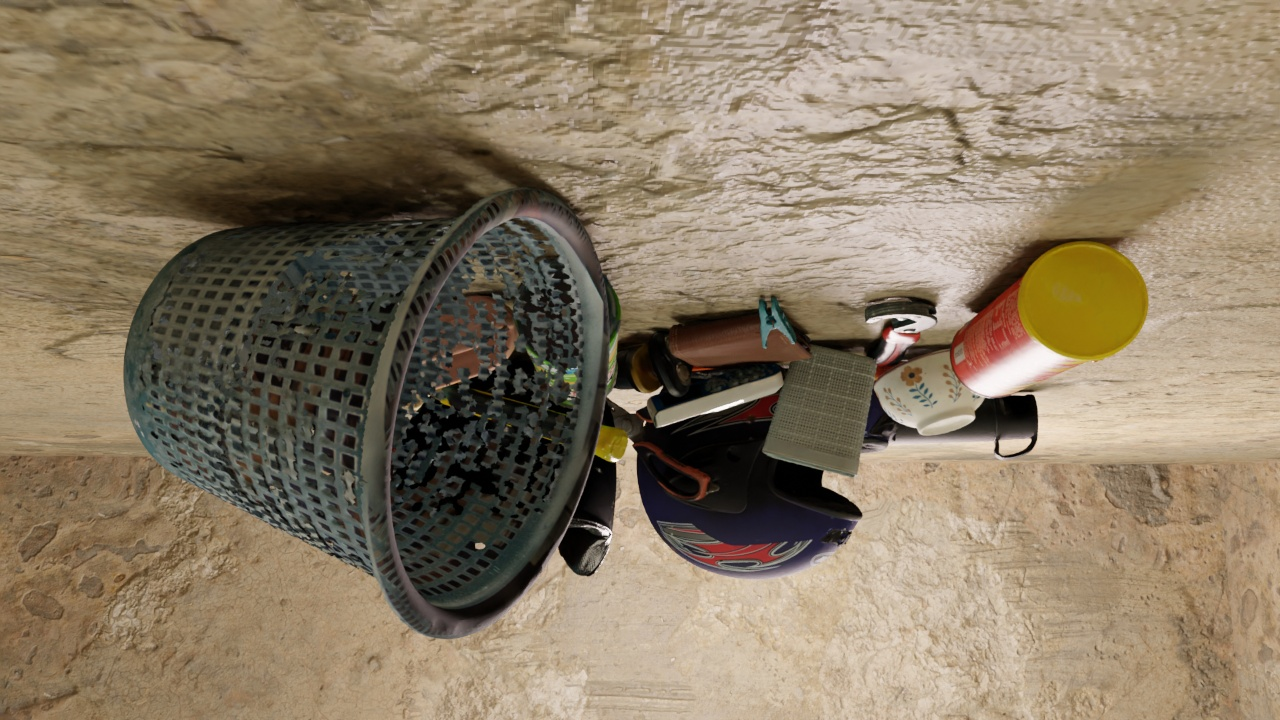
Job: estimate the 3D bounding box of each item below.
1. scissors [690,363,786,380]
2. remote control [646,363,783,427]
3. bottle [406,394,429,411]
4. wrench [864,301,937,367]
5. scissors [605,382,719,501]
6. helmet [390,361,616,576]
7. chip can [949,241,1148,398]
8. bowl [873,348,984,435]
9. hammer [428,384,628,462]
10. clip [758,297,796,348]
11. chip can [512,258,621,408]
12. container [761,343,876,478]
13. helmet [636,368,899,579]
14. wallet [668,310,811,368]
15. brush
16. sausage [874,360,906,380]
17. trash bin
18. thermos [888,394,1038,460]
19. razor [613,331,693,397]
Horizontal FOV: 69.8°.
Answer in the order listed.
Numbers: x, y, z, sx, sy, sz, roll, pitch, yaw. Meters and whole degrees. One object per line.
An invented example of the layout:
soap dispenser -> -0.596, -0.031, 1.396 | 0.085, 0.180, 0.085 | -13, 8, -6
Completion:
scissors -> 0.047, 0.007, 0.966 | 0.221, 0.021, 0.229 | 6, 172, -8
remote control -> 0.068, 0.031, 0.844 | 0.125, 0.024, 0.049 | -17, -165, -2
bottle -> -0.245, 0.050, 1.123 | 0.067, 0.066, 0.149 | -4, 163, 23
wrench -> 0.224, -0.018, 0.815 | 0.056, 0.016, 0.273 | -2, 170, 11
scissors -> 0.005, 0.078, 1.028 | 0.227, 0.189, 0.015 | -28, 166, 31
helmet -> -0.145, 0.114, 0.986 | 0.233, 0.230, 0.275 | 12, 176, -36
chip can -> 0.271, -0.019, 0.638 | 0.073, 0.073, 0.216 | -1, 171, 6
bowl -> 0.299, 0.037, 0.921 | 0.113, 0.062, 0.114 | -11, 158, -5
hammer -> -0.159, 0.032, 0.827 | 0.324, 0.032, 0.126 | 15, 179, 23
clip -> 0.101, -0.029, 0.704 | 0.038, 0.013, 0.055 | -9, 141, 17
chip can -> -0.052, -0.012, 0.692 | 0.072, 0.072, 0.236 | 1, 170, -2
container -> 0.176, 0.048, 0.887 | 0.090, 0.111, 0.090 | 13, 174, 14
helmet -> 0.151, 0.139, 1.097 | 0.316, 0.240, 0.247 | -5, 171, 25
wallet -> 0.089, -0.016, 0.793 | 0.101, 0.032, 0.124 | -6, 169, 20
brush -> -0.156, -0.009, 0.696 | 0.146, 0.063, 0.073 | -16, 178, 22
sausage -> 0.244, 0.010, 0.968 | 0.165, 0.021, 0.021 | 1, 171, -3
trash bin -> -0.150, 0.011, 0.496 | 0.195, 0.226, 0.226 | 11, 175, 21
thermos -> 0.403, 0.089, 1.236 | 0.243, 0.089, 0.068 | -2, 154, 14
razor -> -0.005, 0.005, 0.882 | 0.067, 0.062, 0.168 | -30, -168, -27
